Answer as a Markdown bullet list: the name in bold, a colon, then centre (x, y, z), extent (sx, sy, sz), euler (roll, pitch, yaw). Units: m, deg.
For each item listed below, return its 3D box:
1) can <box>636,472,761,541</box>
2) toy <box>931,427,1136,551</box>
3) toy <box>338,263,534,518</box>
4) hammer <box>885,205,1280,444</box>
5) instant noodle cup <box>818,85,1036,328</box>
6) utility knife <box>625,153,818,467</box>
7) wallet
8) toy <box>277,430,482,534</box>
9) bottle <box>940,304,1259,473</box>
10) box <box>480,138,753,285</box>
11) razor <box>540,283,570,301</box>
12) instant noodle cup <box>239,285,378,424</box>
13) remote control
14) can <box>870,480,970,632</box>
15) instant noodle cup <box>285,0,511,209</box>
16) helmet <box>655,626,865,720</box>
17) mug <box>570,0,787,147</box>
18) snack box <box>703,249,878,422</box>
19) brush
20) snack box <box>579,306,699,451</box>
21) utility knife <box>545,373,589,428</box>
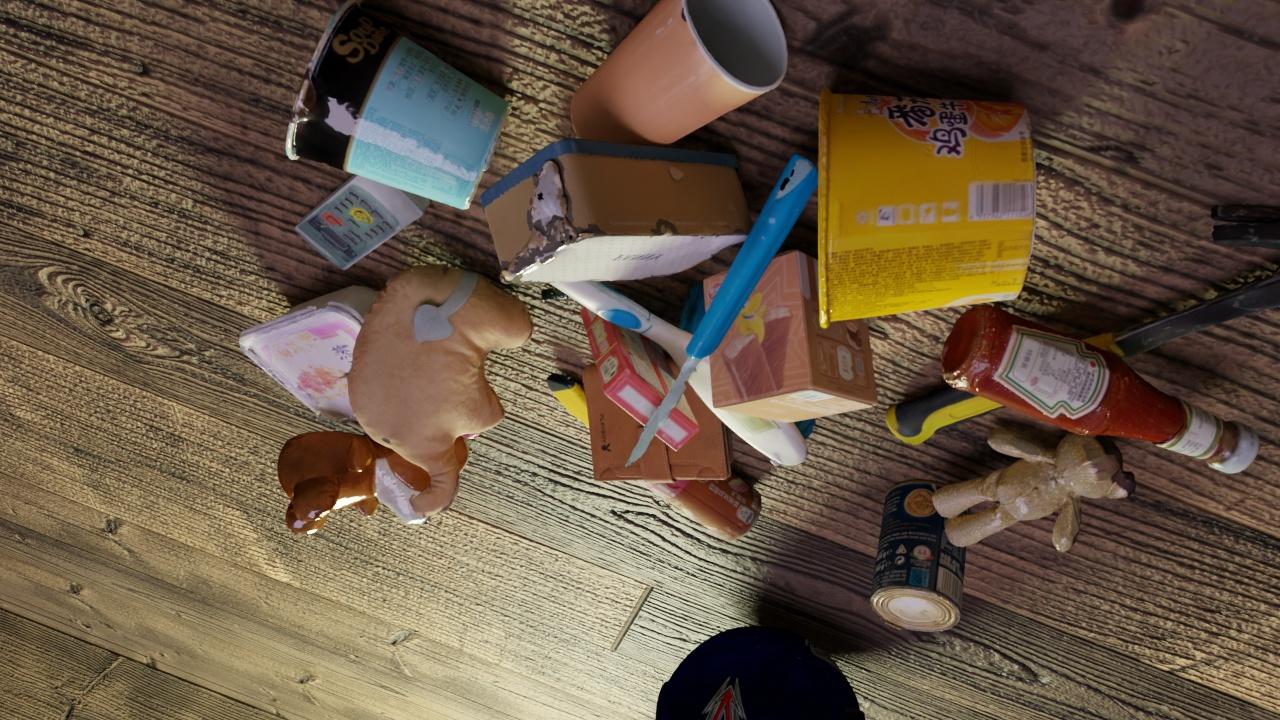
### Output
- **can**: centre (0.045, 0.112, 0.870), extent (0.147, 0.057, 0.058), euler (35, 140, -18)
- **toy**: centre (0.304, 0.102, 0.726), extent (0.158, 0.066, 0.105), euler (-34, 72, 38)
- **toy**: centre (-0.183, 0.025, 0.789), extent (0.143, 0.082, 0.226), euler (17, 111, -9)
- **hammer**: centre (0.305, -0.005, 0.627), extent (0.126, 0.031, 0.324), euler (38, 140, -21)
- **instant noodle cup**: centre (0.158, -0.088, 0.523), extent (0.110, 0.137, 0.138), euler (0, 138, 12)
- **utility knife**: centre (0.049, -0.025, 0.601), extent (0.018, 0.034, 0.237), euler (37, 108, 25)
- **wallet**: centre (0.014, 0.051, 0.792), extent (0.132, 0.031, 0.108), euler (-4, 92, 30)
- **toy**: centre (-0.260, 0.113, 0.935), extent (0.140, 0.199, 0.130), euler (-34, 77, 60)
- **bottle**: centre (0.298, 0.023, 0.593), extent (0.206, 0.059, 0.060), euler (20, 143, -5)
- **box**: centre (-0.005, -0.090, 0.574), extent (0.090, 0.183, 0.061), euler (-22, 83, 40)
- **razor**: centre (-0.057, -0.095, 0.692), extent (0.043, 0.028, 0.133), euler (-4, 145, -5)
- **instant noodle cup**: centre (-0.280, -0.010, 0.876), extent (0.174, 0.060, 0.138), euler (-13, 131, 35)
- **remote control**: centre (-0.230, -0.119, 0.753), extent (0.135, 0.019, 0.056), euler (-21, 126, 41)
- **can**: centre (0.245, 0.172, 0.804), extent (0.075, 0.110, 0.075), euler (13, 142, 10)
- **instant noodle cup**: centre (-0.155, -0.158, 0.608), extent (0.120, 0.111, 0.111), euler (24, 143, -14)
- **helmet**: centre (0.150, 0.459, 1.084), extent (0.248, 0.239, 0.316), euler (-2, 126, 26)
- **mug**: centre (0.016, -0.166, 0.540), extent (0.078, 0.078, 0.123), euler (39, 144, -22)
- **snack box**: centre (0.103, -0.013, 0.635), extent (0.077, 0.094, 0.092), euler (-15, 161, 38)
- **brush**: centre (0.030, -0.024, 0.675), extent (0.061, 0.109, 0.314), euler (-23, 123, 43)
- **snack box**: centre (-0.004, 0.004, 0.700), extent (0.075, 0.152, 0.025), euler (40, 102, -25)
- **utility knife**: centre (-0.036, 0.064, 0.886), extent (0.033, 0.015, 0.164), euler (-7, 135, 40)
